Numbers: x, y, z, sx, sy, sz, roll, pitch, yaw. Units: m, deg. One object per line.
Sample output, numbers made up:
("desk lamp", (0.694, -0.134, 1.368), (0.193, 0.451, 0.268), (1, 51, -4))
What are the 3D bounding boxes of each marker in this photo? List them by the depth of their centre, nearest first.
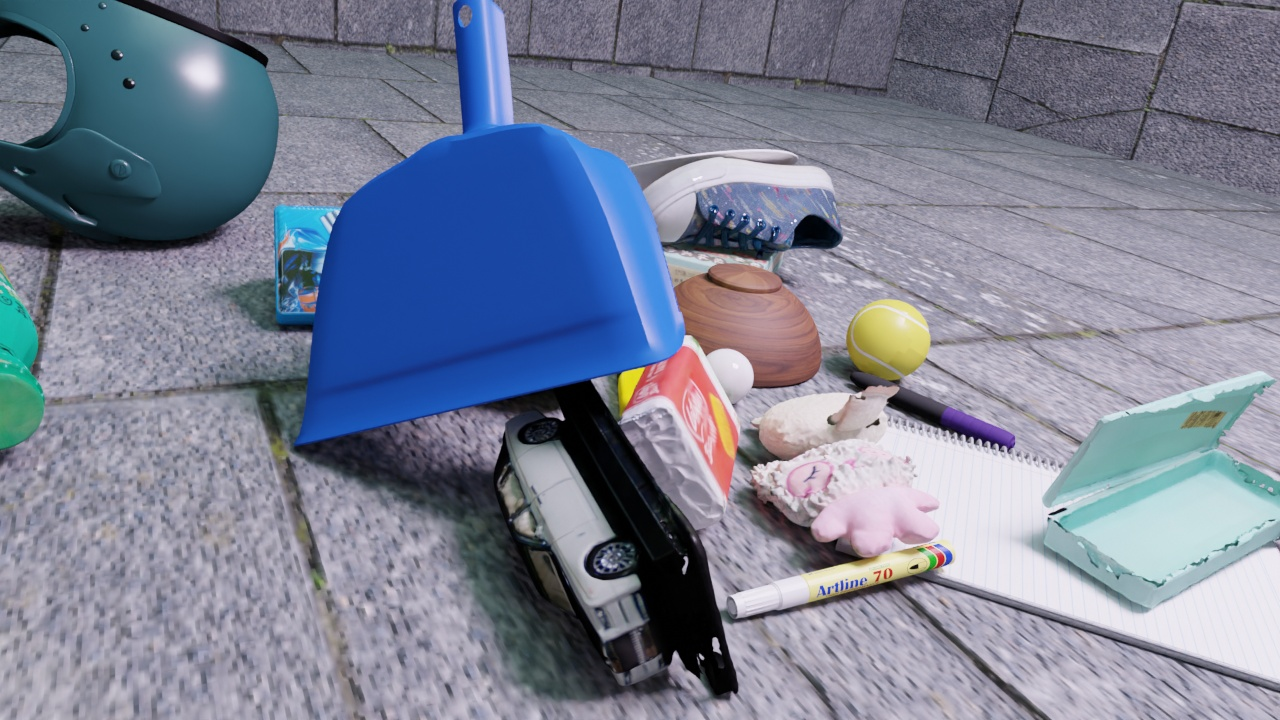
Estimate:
("marker", (0.103, 0.110, 0.463), (0.132, 0.014, 0.014), (-7, 27, -24))
("marker", (0.215, 0.036, 0.685), (0.134, 0.015, 0.018), (27, 1, 37))

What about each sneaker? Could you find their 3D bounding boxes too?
("sneaker", (0.103, -0.136, 0.870), (0.235, 0.088, 0.079), (-9, 62, -31))

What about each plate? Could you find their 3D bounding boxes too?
("plate", (0.050, -0.177, 0.950), (0.229, 0.030, 0.229), (-7, 2, 0))

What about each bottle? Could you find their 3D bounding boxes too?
("bottle", (-0.385, -0.012, 0.524), (0.068, 0.068, 0.210), (-12, 29, -39))

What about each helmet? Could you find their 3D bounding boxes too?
("helmet", (-0.460, -0.205, 0.785), (0.274, 0.200, 0.176), (18, 3, -20))

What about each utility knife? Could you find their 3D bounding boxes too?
("utility knife", (-0.004, 0.004, 0.681), (0.029, 0.020, 0.172), (7, 24, -6))

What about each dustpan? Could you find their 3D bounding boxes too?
("dustpan", (-0.098, -0.096, 0.518), (0.246, 0.257, 0.059), (-13, -13, 28))

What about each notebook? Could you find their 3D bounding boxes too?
("notebook", (0.253, 0.102, 0.544), (0.246, 0.013, 0.177), (15, 25, 17))

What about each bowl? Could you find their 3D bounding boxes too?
("bowl", (0.080, -0.040, 0.748), (0.147, 0.069, 0.147), (7, 23, -3))

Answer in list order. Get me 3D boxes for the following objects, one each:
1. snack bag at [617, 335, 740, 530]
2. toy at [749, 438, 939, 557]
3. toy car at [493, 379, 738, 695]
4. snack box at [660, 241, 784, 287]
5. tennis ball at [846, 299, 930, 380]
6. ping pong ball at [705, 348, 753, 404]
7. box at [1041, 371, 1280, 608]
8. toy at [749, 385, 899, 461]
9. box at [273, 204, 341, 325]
("snack bag", (0.026, 0.039, 0.534), (0.036, 0.077, 0.115), (-24, 15, 19))
("toy", (0.118, 0.073, 0.508), (0.095, 0.041, 0.109), (-12, 21, -11))
("toy car", (-0.026, 0.077, 0.440), (0.071, 0.094, 0.191), (-24, 32, -10))
("snack box", (0.066, -0.108, 0.940), (0.141, 0.044, 0.193), (15, 23, 12))
("tennis ball", (0.199, -0.017, 0.738), (0.065, 0.065, 0.065), (7, 23, -3))
("ping pong ball", (0.061, 0.012, 0.656), (0.040, 0.040, 0.040), (7, 23, -3))
("box", (0.321, 0.060, 0.529), (0.187, 0.093, 0.077), (-9, 29, -31))
("toy", (0.119, 0.042, 0.586), (0.087, 0.050, 0.112), (-2, -1, -27))
("box", (-0.174, -0.065, 0.764), (0.243, 0.093, 0.115), (-1, -16, -22))
